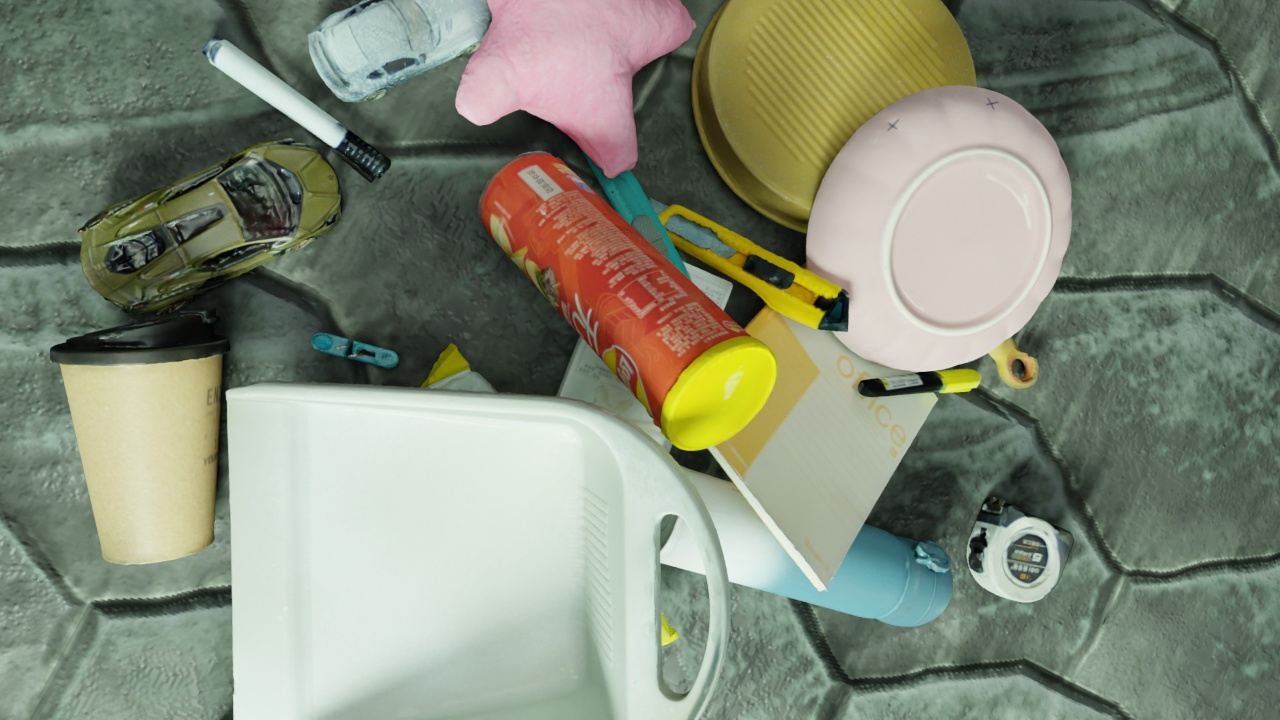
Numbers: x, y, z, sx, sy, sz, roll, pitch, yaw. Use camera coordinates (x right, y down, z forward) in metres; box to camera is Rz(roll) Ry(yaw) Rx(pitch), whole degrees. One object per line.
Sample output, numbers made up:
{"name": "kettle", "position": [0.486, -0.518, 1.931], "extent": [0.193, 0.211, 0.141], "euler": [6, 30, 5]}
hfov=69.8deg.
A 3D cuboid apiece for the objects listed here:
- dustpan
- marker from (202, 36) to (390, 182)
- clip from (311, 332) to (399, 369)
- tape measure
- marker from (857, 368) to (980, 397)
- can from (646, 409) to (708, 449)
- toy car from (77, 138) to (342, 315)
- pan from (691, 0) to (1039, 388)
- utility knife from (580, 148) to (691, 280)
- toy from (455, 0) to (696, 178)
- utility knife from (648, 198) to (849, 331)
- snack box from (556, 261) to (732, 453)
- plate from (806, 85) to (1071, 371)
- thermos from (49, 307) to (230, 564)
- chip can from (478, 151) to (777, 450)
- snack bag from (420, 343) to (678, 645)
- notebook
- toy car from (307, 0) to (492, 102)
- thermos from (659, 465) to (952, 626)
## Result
{"name": "dustpan", "position": [-0.095, 0.120, 0.482], "extent": [0.257, 0.143, 0.222], "euler": [-1, 90, -11]}
{"name": "marker", "position": [-0.218, -0.159, 0.585], "extent": [0.130, 0.018, 0.022], "euler": [35, 65, -10]}
{"name": "clip", "position": [-0.184, -0.006, 0.592], "extent": [0.057, 0.046, 0.014], "euler": [15, 85, -15]}
{"name": "tape measure", "position": [0.276, 0.143, 0.677], "extent": [0.065, 0.033, 0.066], "euler": [27, 83, -8]}
{"name": "marker", "position": [0.197, 0.017, 0.646], "extent": [0.124, 0.018, 0.015], "euler": [-4, 126, -35]}
{"name": "can", "position": [0.074, 0.043, 0.607], "extent": [0.147, 0.058, 0.058], "euler": [31, 84, -25]}
{"name": "toy car", "position": [-0.263, -0.085, 0.567], "extent": [0.158, 0.042, 0.070], "euler": [-30, 96, -12]}
{"name": "pan", "position": [0.183, -0.122, 0.650], "extent": [0.197, 0.078, 0.357], "euler": [-40, 91, -11]}
{"name": "utility knife", "position": [-0.006, -0.102, 0.611], "extent": [0.029, 0.013, 0.160], "euler": [-24, 78, -27]}
{"name": "toy", "position": [-0.037, -0.213, 0.591], "extent": [0.178, 0.075, 0.194], "euler": [-7, 87, -26]}
{"name": "utility knife", "position": [0.063, -0.066, 0.602], "extent": [0.173, 0.015, 0.033], "euler": [31, 87, 21]}
{"name": "snack box", "position": [-0.004, 0.004, 0.624], "extent": [0.084, 0.027, 0.156], "euler": [22, 86, -11]}
{"name": "plate", "position": [0.204, -0.079, 0.600], "extent": [0.192, 0.039, 0.192], "euler": [-5, 110, -13]}
{"name": "thermos", "position": [-0.289, 0.042, 0.541], "extent": [0.093, 0.093, 0.143], "euler": [-3, 98, -11]}
{"name": "chip can", "position": [-0.016, -0.042, 0.535], "extent": [0.073, 0.073, 0.216], "euler": [-37, 55, -9]}
{"name": "snack bag", "position": [-0.106, 0.132, 0.584], "extent": [0.158, 0.068, 0.246], "euler": [-37, 97, -8]}
{"name": "notebook", "position": [0.119, 0.027, 0.601], "extent": [0.146, 0.010, 0.205], "euler": [52, 48, -7]}
{"name": "toy car", "position": [-0.152, -0.211, 0.589], "extent": [0.120, 0.037, 0.054], "euler": [-29, 95, -13]}
{"name": "thermos", "position": [0.108, 0.127, 0.616], "extent": [0.220, 0.070, 0.070], "euler": [18, 87, -19]}
